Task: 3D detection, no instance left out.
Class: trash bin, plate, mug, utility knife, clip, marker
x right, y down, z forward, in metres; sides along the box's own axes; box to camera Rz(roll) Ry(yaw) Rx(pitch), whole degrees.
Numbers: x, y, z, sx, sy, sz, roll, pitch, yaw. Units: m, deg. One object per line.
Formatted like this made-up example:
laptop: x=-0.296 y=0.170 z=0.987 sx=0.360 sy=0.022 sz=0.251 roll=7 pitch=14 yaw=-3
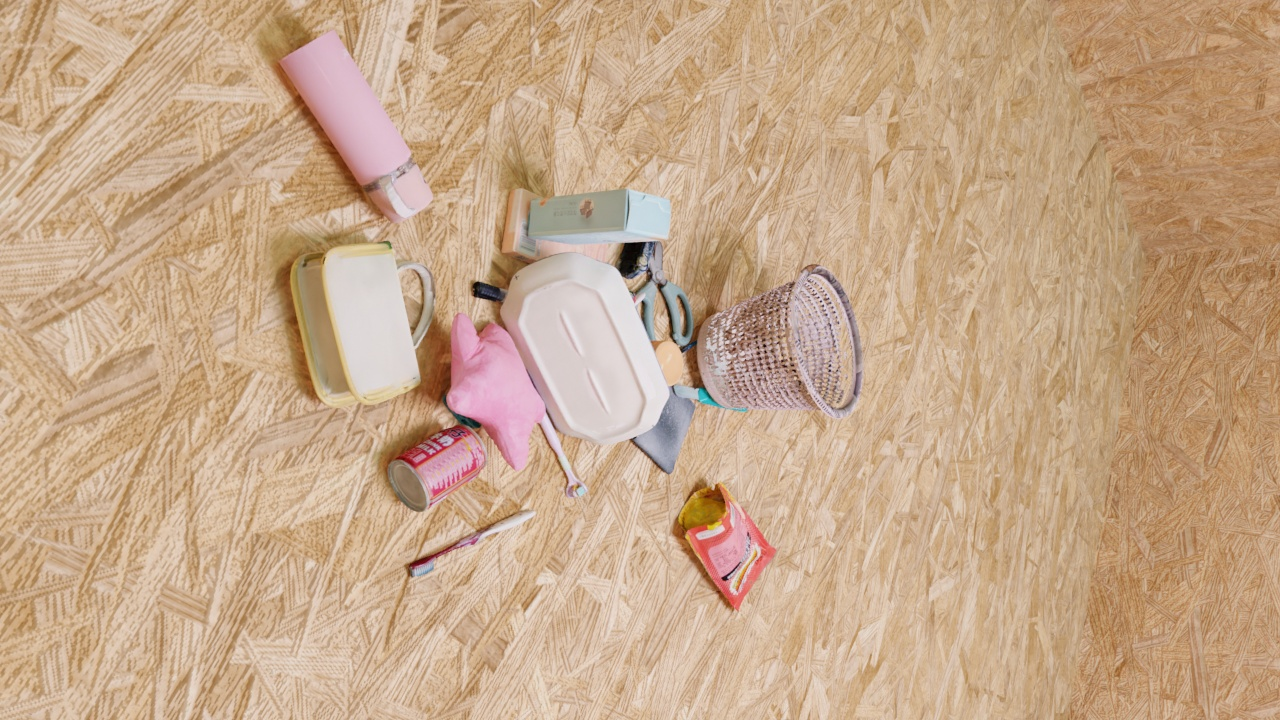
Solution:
trash bin: x=0.201 y=-0.014 z=1.376 sx=0.227 sy=0.193 sz=0.227 roll=21 pitch=64 yaw=-51
plate: x=-0.068 y=-0.003 z=1.132 sx=0.034 sy=0.162 sz=0.266 roll=-85 pitch=155 yaw=-65
mug: x=-0.007 y=0.007 z=1.219 sx=0.078 sy=0.123 sz=0.078 roll=3 pitch=86 yaw=-47
utility knife: x=0.114 y=0.057 z=1.421 sx=0.209 sy=0.013 sz=0.029 roll=14 pitch=75 yaw=-50
clip: x=-0.210 y=0.061 z=1.074 sx=0.057 sy=0.048 sz=0.014 roll=53 pitch=53 yaw=-26
marker: x=-0.154 y=-0.073 z=1.144 sx=0.130 sy=0.018 sz=0.022 roll=18 pitch=100 yaw=-45

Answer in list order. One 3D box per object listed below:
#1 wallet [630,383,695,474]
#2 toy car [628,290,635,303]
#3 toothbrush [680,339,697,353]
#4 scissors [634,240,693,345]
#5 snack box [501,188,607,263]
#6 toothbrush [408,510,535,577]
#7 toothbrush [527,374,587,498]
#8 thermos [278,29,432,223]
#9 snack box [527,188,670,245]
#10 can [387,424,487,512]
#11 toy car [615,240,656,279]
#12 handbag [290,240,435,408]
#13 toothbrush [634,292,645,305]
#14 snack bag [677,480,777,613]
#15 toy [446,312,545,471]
wallet: x=0.035 y=0.090 z=1.338 sx=0.097 sy=0.019 sz=0.120 roll=47 pitch=55 yaw=-37
toy car: x=-0.056 y=-0.064 z=1.221 sx=0.120 sy=0.053 sz=0.045 roll=-30 pitch=124 yaw=-42
toothbrush: x=0.038 y=-0.002 z=1.350 sx=0.189 sy=0.014 sz=0.016 roll=-31 pitch=85 yaw=-44
scissors: x=0.038 y=-0.091 z=1.350 sx=0.169 sy=0.019 sz=0.177 roll=16 pitch=76 yaw=-44
snack box: x=-0.108 y=-0.157 z=1.191 sx=0.157 sy=0.026 sz=0.084 roll=18 pitch=74 yaw=-45
toothbrush: x=-0.194 y=0.214 z=1.086 sx=0.187 sy=0.016 sz=0.017 roll=-19 pitch=109 yaw=-46
toothbrush: x=-0.116 y=0.094 z=1.174 sx=0.021 sy=0.029 sz=0.189 roll=-94 pitch=162 yaw=-71
thermos: x=-0.293 y=-0.238 z=0.958 sx=0.067 sy=0.087 sz=0.199 roll=-27 pitch=114 yaw=3
snack box: x=-0.052 y=-0.170 z=1.103 sx=0.074 sy=0.175 sz=0.051 roll=4 pitch=89 yaw=-47
can: x=-0.224 y=0.118 z=1.021 sx=0.093 sy=0.067 sz=0.066 roll=-34 pitch=112 yaw=-42
toy car: x=-0.001 y=-0.159 z=1.290 sx=0.031 sy=0.049 sz=0.105 roll=33 pitch=66 yaw=-38
handbag: x=-0.282 y=-0.044 z=0.985 sx=0.178 sy=0.063 sz=0.163 roll=-24 pitch=106 yaw=-61
toothbrush: x=-0.049 y=-0.043 z=1.247 sx=0.179 sy=0.016 sz=0.016 roll=-43 pitch=127 yaw=-34
snack bag: x=0.138 y=0.286 z=1.407 sx=0.128 sy=0.073 sz=0.208 roll=-56 pitch=131 yaw=-27
toy: x=-0.166 y=0.028 z=1.072 sx=0.194 sy=0.075 sz=0.178 roll=52 pitch=27 yaw=-47
